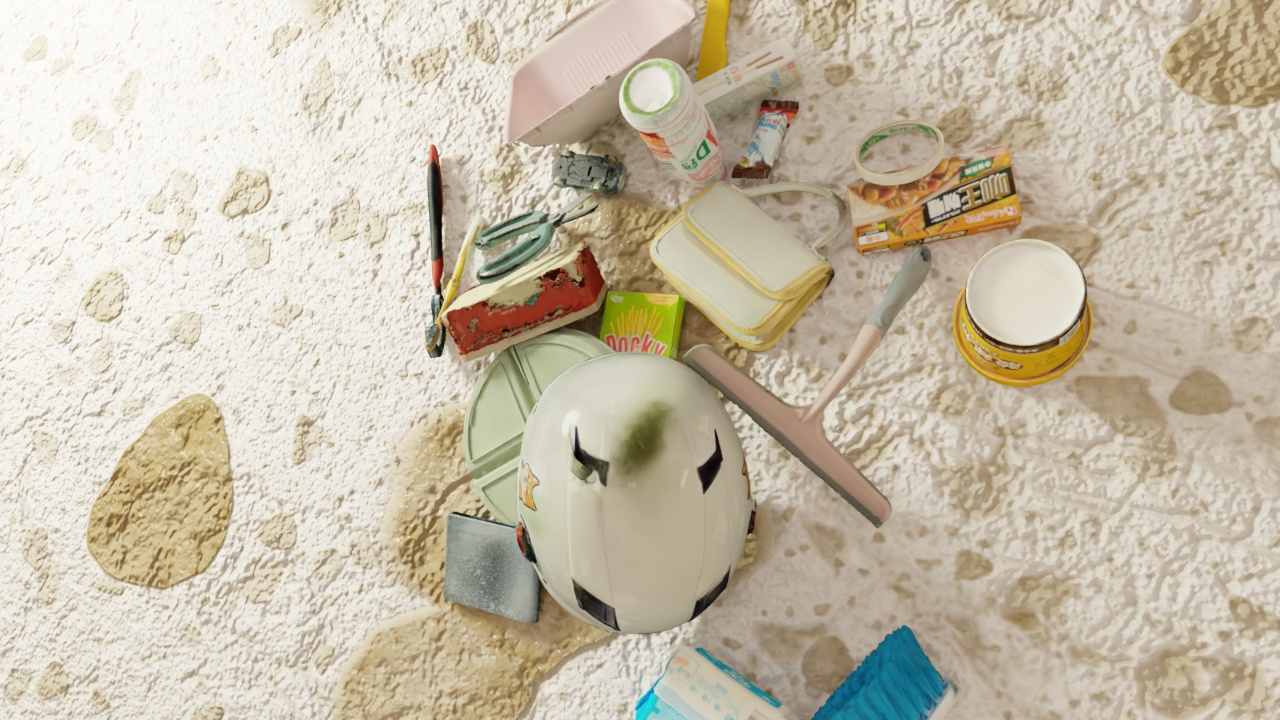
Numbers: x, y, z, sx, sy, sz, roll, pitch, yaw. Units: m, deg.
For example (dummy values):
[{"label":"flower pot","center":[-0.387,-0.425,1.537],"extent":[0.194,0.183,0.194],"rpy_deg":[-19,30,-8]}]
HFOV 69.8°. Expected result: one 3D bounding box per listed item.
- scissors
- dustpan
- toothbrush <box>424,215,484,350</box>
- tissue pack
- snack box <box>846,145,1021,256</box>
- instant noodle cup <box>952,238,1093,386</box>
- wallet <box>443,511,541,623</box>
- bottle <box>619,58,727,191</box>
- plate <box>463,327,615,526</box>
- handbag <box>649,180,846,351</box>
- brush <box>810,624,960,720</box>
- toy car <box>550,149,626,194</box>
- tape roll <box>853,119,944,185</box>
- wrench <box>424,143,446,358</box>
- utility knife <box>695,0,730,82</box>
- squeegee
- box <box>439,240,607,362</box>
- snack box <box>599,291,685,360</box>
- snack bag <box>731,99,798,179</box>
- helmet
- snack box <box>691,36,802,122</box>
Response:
[{"label":"scissors","center":[-0.133,-0.138,1.015],"extent":[0.170,0.019,0.181],"rpy_deg":[-43,29,-24]},{"label":"dustpan","center":[-0.061,-0.332,0.974],"extent":[0.223,0.273,0.139],"rpy_deg":[-31,94,8]},{"label":"toothbrush","center":[-0.210,-0.093,1.042],"extent":[0.016,0.018,0.191],"rpy_deg":[16,61,-2]},{"label":"tissue pack","center":[0.070,0.330,0.844],"extent":[0.140,0.063,0.090],"rpy_deg":[31,87,22]},{"label":"snack box","center":[0.284,-0.154,0.895],"extent":[0.154,0.026,0.075],"rpy_deg":[-10,75,18]},{"label":"instant noodle cup","center":[0.335,-0.045,0.803],"extent":[0.119,0.114,0.118],"rpy_deg":[-4,77,19]},{"label":"wallet","center":[-0.156,0.216,0.967],"extent":[0.121,0.019,0.097],"rpy_deg":[8,96,25]},{"label":"bottle","center":[0.043,-0.222,0.909],"extent":[0.068,0.197,0.068],"rpy_deg":[-5,76,20]},{"label":"plate","center":[-0.097,0.079,0.964],"extent":[0.231,0.027,0.230],"rpy_deg":[-2,86,28]},{"label":"handbag","center":[0.118,-0.121,0.936],"extent":[0.179,0.063,0.163],"rpy_deg":[-47,68,1]},{"label":"brush","center":[0.166,0.381,0.798],"extent":[0.109,0.060,0.314],"rpy_deg":[41,94,1]},{"label":"toy car","center":[-0.058,-0.210,1.034],"extent":[0.091,0.034,0.043],"rpy_deg":[12,85,25]},{"label":"tape roll","center":[0.255,-0.205,0.905],"extent":[0.086,0.014,0.085],"rpy_deg":[-14,45,15]},{"label":"wrench","center":[-0.242,-0.131,1.080],"extent":[0.016,0.056,0.273],"rpy_deg":[-4,71,0]},{"label":"utility knife","center":[0.090,-0.392,1.029],"extent":[0.033,0.015,0.208],"rpy_deg":[6,83,23]},{"label":"squeegee","center":[0.208,-0.018,0.856],"extent":[0.247,0.040,0.249],"rpy_deg":[40,76,-7]},{"label":"box","center":[-0.128,-0.070,0.985],"extent":[0.168,0.091,0.076],"rpy_deg":[-21,110,15]},{"label":"snack box","center":[-0.006,0.006,0.968],"extent":[0.086,0.026,0.156],"rpy_deg":[6,80,24]},{"label":"snack bag","center":[0.131,-0.231,0.962],"extent":[0.048,0.026,0.104],"rpy_deg":[11,61,33]},{"label":"helmet","center":[0.001,0.126,0.826],"extent":[0.230,0.157,0.274],"rpy_deg":[-3,88,-7]},{"label":"snack box","center":[0.091,-0.282,0.965],"extent":[0.157,0.084,0.027],"rpy_deg":[-24,88,14]}]
